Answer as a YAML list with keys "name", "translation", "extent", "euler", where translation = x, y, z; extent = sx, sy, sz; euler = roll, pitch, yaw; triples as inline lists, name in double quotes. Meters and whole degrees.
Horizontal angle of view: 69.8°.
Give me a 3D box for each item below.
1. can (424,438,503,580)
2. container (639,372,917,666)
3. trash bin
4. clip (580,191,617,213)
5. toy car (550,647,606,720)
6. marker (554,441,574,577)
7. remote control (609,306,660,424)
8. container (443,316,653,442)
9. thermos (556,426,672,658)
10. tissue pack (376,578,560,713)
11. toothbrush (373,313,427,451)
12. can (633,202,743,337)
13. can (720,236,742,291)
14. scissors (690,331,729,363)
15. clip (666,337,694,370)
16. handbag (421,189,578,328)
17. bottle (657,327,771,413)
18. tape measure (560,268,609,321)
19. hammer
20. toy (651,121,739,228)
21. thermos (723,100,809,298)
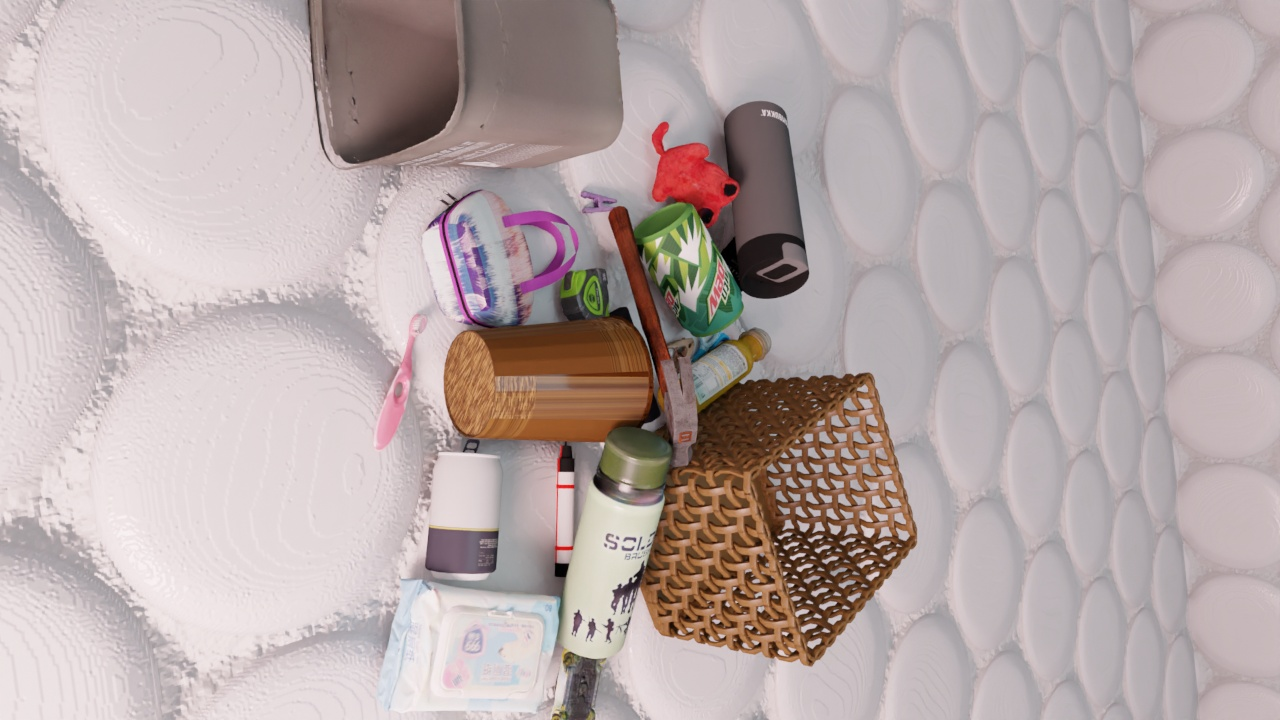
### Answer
- name: "can"
  translation: [-0.163, 0.137, 0.854]
  extent: [0.064, 0.064, 0.127]
  euler: [11, 79, -43]
- name: "container"
  translation: [0.137, 0.165, 1.040]
  extent: [0.250, 0.215, 0.219]
  euler: [-31, 108, -41]
- name: "trash bin"
  translation: [-0.146, -0.269, 0.829]
  extent: [0.219, 0.198, 0.197]
  euler: [-5, 91, -51]
- name: "clip"
  translation: [-0.049, -0.181, 1.029]
  extent: [0.052, 0.014, 0.041]
  euler: [-32, 106, -38]
- name: "toy car"
  translation: [-0.068, 0.337, 0.953]
  extent: [0.048, 0.033, 0.105]
  euler: [17, 80, -44]
- name: "marker"
  translation: [-0.079, 0.153, 0.966]
  extent: [0.019, 0.019, 0.145]
  euler: [6, 82, -44]
- name: "remote control"
  translation: [-0.006, 0.006, 1.052]
  extent: [0.032, 0.015, 0.136]
  euler: [-32, 109, -41]
- name: "container"
  translation: [-0.093, 0.020, 0.895]
  extent: [0.167, 0.132, 0.132]
  euler: [-1, 87, -39]
- name: "thermos"
  translation: [-0.025, 0.177, 0.912]
  extent: [0.082, 0.082, 0.232]
  euler: [-7, 118, -44]
- name: "tissue pack"
  translation: [-0.151, 0.267, 0.852]
  extent: [0.181, 0.070, 0.112]
  euler: [21, 72, -42]
- name: "toothbrush"
  translation: [-0.220, 0.019, 0.842]
  extent: [0.021, 0.016, 0.134]
  euler: [27, 68, -40]
- name: "can"
  translation: [0.057, -0.105, 1.076]
  extent: [0.082, 0.083, 0.144]
  euler: [-51, 120, -34]
- name: "can"
  translation: [0.137, -0.137, 1.177]
  extent: [0.137, 0.054, 0.054]
  euler: [-49, 119, -35]
- name: "scissors"
  translation: [0.072, 0.002, 1.133]
  extent: [0.134, 0.015, 0.066]
  euler: [-52, 125, -37]
- name: "clip"
  translation: [0.043, -0.016, 1.099]
  extent: [0.039, 0.024, 0.060]
  euler: [60, 41, -26]
- name: "handbag"
  translation: [-0.127, -0.107, 0.919]
  extent: [0.169, 0.068, 0.144]
  euler: [-25, 105, -49]
- name: "bottle"
  translation: [0.095, 0.011, 1.110]
  extent: [0.185, 0.053, 0.053]
  euler: [-33, 109, -43]
- name: "tape measure"
  translation: [-0.062, -0.067, 0.992]
  extent: [0.058, 0.036, 0.065]
  euler: [-2, 85, -54]
- name: "hammer"
  translation: [0.009, -0.046, 0.959]
  extent: [0.028, 0.111, 0.300]
  euler: [-10, 56, -9]
- name: "toy"
  translation: [0.055, -0.224, 1.114]
  extent: [0.133, 0.088, 0.094]
  euler: [50, 14, -5]
- name: "thermos"
  translation: [0.153, -0.200, 1.132]
  extent: [0.082, 0.082, 0.240]
  euler: [23, 54, -41]
